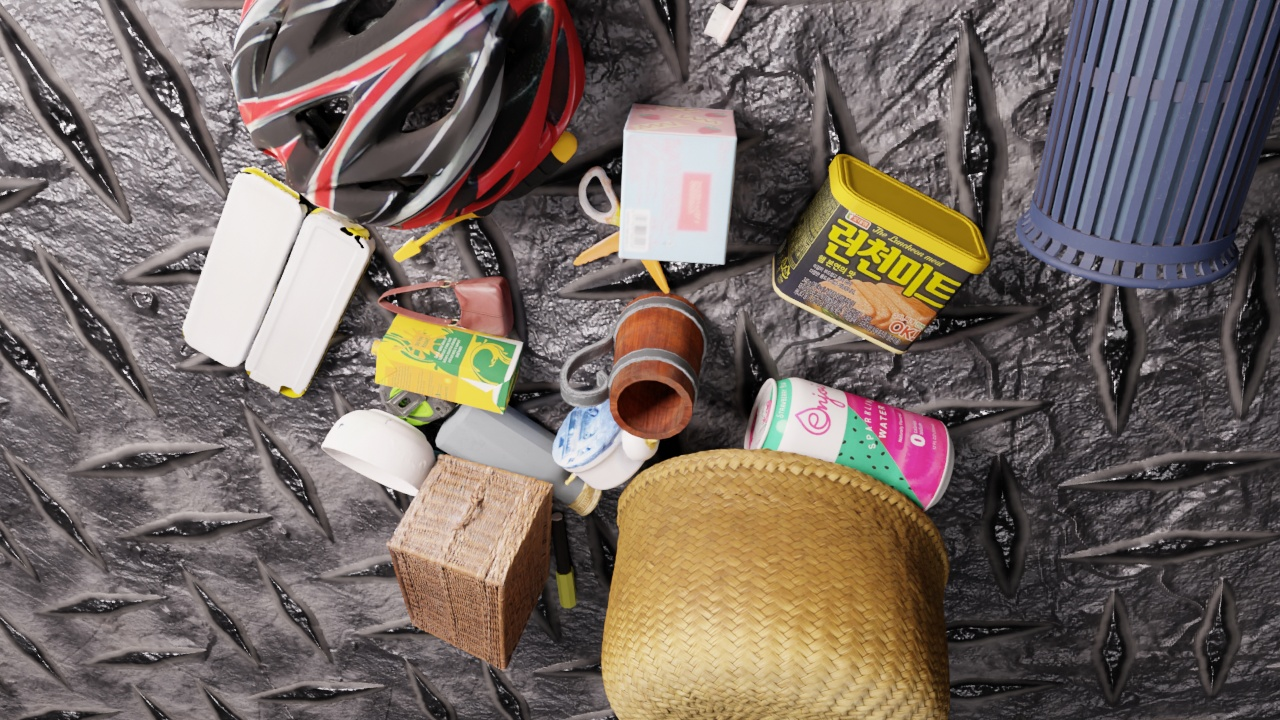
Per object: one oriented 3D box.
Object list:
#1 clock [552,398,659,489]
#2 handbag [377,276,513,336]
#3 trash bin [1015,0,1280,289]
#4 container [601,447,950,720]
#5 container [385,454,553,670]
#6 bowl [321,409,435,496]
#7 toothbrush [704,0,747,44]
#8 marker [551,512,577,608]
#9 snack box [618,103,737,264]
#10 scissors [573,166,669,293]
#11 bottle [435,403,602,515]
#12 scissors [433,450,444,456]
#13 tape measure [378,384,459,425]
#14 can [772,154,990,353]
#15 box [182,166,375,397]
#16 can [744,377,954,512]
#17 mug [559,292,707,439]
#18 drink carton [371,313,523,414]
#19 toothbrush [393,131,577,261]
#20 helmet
[{"bbox_3d":[-0.021,0.064,0.822,0.126,0.088,0.052,-30,122,27],"label":"clock"},{"bbox_3d":[-0.172,-0.050,0.802,0.120,0.029,0.055,4,123,11],"label":"handbag"},{"bbox_3d":[0.332,-0.187,0.574,0.139,0.139,0.250,1,123,6],"label":"trash bin"},{"bbox_3d":[0.113,0.237,0.797,0.307,0.196,0.308,7,139,6],"label":"container"},{"bbox_3d":[-0.158,0.193,0.881,0.113,0.113,0.199,18,140,9],"label":"container"},{"bbox_3d":[-0.242,0.083,0.868,0.105,0.054,0.105,20,160,8],"label":"bowl"},{"bbox_3d":[0.092,-0.293,0.603,0.018,0.015,0.182,29,124,-6],"label":"toothbrush"},{"bbox_3d":[-0.082,0.212,0.975,0.017,0.021,0.124,0,121,6],"label":"marker"},{"bbox_3d":[0.028,-0.130,0.668,0.079,0.094,0.093,4,117,1],"label":"snack box"},{"bbox_3d":[-0.003,-0.107,0.747,0.125,0.011,0.128,-24,117,20],"label":"scissors"},{"bbox_3d":[-0.110,0.095,0.879,0.161,0.046,0.072,35,122,-17],"label":"bottle"},{"bbox_3d":[-0.197,0.145,0.947,0.057,0.015,0.137,-16,119,15],"label":"scissors"},{"bbox_3d":[-0.211,0.032,0.854,0.059,0.035,0.065,-33,116,27],"label":"tape measure"},{"bbox_3d":[0.180,-0.079,0.708,0.130,0.072,0.101,25,127,-10],"label":"can"},{"bbox_3d":[-0.325,-0.062,0.813,0.127,0.023,0.210,28,124,-14],"label":"box"},{"bbox_3d":[0.181,0.074,0.803,0.166,0.088,0.088,17,125,-5],"label":"can"},{"bbox_3d":[-0.005,0.004,0.763,0.117,0.110,0.082,3,125,5],"label":"mug"},{"bbox_3d":[-0.171,0.001,0.814,0.122,0.058,0.041,14,125,-3],"label":"drink carton"},{"bbox_3d":[-0.129,-0.128,0.737,0.197,0.030,0.031,-27,128,26],"label":"toothbrush"},{"bbox_3d":[-0.171,-0.194,0.631,0.273,0.166,0.217,-23,113,35],"label":"helmet"}]
